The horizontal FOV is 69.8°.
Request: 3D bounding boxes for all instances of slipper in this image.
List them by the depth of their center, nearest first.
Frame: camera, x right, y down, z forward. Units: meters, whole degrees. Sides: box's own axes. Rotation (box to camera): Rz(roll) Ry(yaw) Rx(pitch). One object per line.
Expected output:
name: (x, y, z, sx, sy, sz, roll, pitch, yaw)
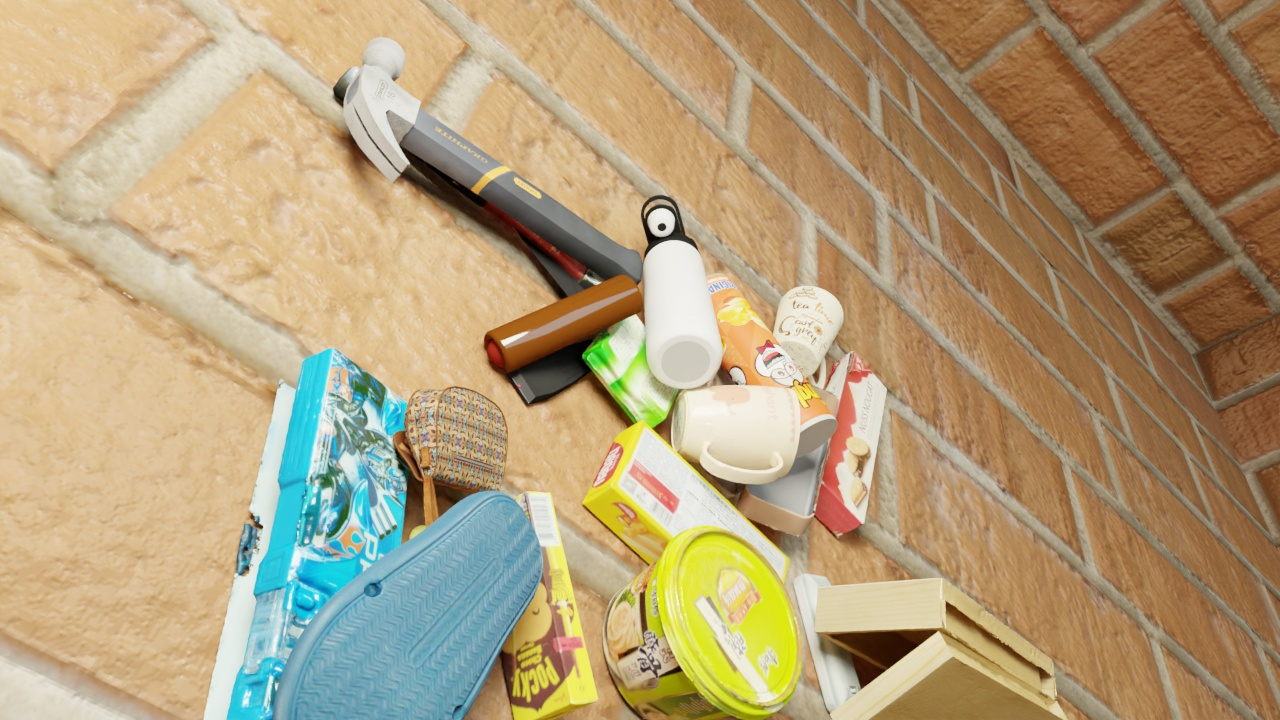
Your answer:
slipper: (-0.129, 0.151, 0.523, 0.104, 0.059, 0.213, 61, 36, -16)

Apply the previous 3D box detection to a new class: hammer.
hammer: (-0.120, -0.158, 0.831, 0.312, 0.035, 0.139, 31, 39, -29)
hammer: (-0.144, -0.146, 0.852, 0.326, 0.036, 0.140, 39, 36, -19)

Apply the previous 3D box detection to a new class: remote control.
remote control: (-0.071, 0.006, 0.824, 0.039, 0.010, 0.124, 56, 34, 4)
remote control: (0.183, 0.270, 0.880, 0.050, 0.022, 0.133, 18, 48, -39)

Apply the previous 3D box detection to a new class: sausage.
sausage: (-0.065, -0.033, 0.799, 0.155, 0.040, 0.040, -26, 81, -29)

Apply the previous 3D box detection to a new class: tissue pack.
tissue pack: (-0.005, 0.005, 0.866, 0.099, 0.034, 0.113, 52, 26, -10)

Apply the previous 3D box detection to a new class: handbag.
handbag: (-0.124, 0.115, 0.617, 0.093, 0.043, 0.195, 34, 46, -63)

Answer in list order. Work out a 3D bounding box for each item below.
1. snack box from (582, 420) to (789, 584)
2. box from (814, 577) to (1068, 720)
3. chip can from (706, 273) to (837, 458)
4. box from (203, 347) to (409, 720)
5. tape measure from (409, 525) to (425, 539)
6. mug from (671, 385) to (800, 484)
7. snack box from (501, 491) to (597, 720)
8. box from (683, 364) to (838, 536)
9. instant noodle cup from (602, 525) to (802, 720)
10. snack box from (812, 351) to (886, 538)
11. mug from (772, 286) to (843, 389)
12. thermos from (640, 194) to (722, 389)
snack box: (0.045, 0.152, 0.807, 0.200, 0.042, 0.091, 44, 36, -13)
box: (0.286, 0.298, 0.854, 0.248, 0.141, 0.148, 34, 42, -36)
chip can: (0.121, 0.002, 0.959, 0.062, 0.062, 0.210, 7, 41, -46)
box: (-0.197, 0.116, 0.563, 0.091, 0.066, 0.243, 49, 28, -46)
tape measure: (-0.136, 0.147, 0.624, 0.064, 0.017, 0.064, 39, 37, -20)
mug: (0.086, 0.071, 0.840, 0.104, 0.085, 0.111, 7, 33, -9)
snack box: (-0.074, 0.170, 0.636, 0.025, 0.061, 0.148, 13, 51, -46)
box: (0.128, 0.074, 0.966, 0.157, 0.063, 0.215, 38, 37, -8)
instant noodle cup: (0.043, 0.210, 0.706, 0.146, 0.098, 0.146, 30, 41, -30)
snack box: (0.244, 0.089, 1.085, 0.076, 0.044, 0.272, 46, 36, -10)
mug: (0.203, -0.014, 1.118, 0.122, 0.081, 0.097, 66, 35, -31)
thermos: (0.032, -0.073, 0.901, 0.229, 0.068, 0.101, -93, 167, -57)
